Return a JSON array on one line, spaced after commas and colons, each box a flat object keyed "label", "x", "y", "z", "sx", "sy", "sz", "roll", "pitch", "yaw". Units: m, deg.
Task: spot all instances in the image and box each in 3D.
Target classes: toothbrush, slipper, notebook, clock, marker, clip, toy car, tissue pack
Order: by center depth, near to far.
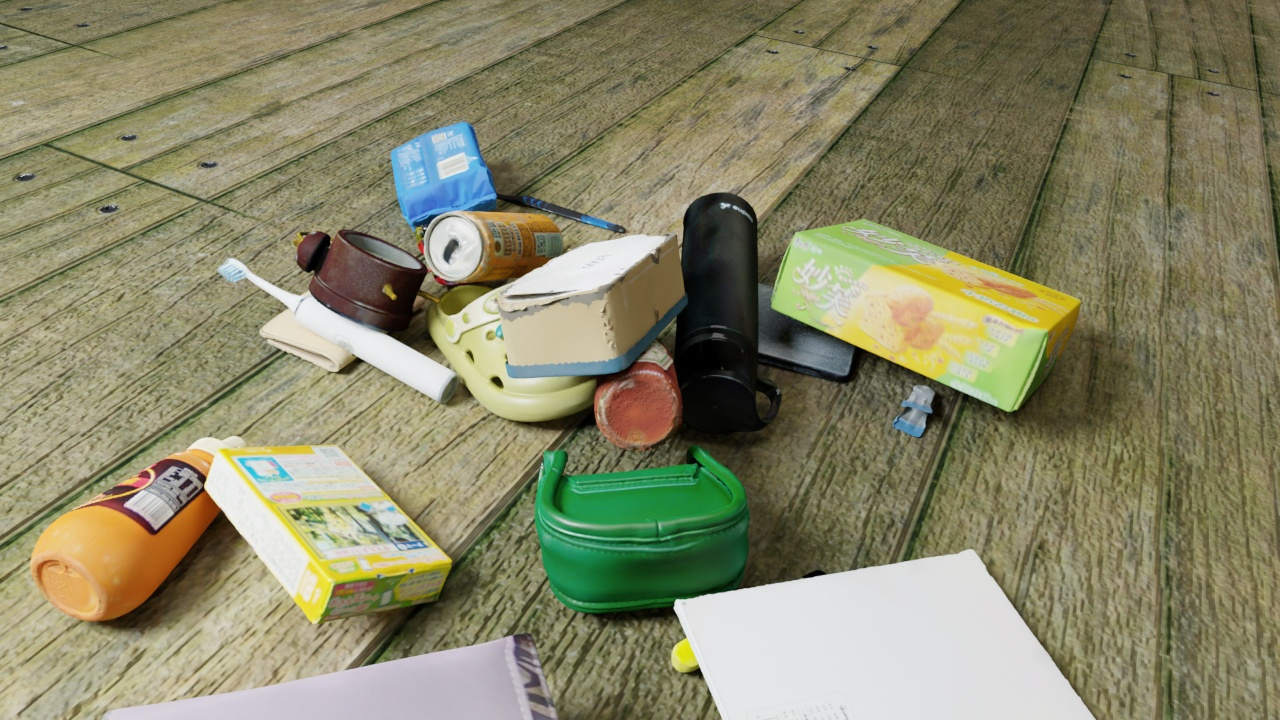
[{"label": "notebook", "x": 0.140, "y": 0.178, "z": 0.514, "sx": 0.209, "sy": 0.012, "sz": 0.150, "roll": -4, "pitch": 38, "yaw": -19}, {"label": "marker", "x": 0.069, "y": 0.155, "z": 0.553, "sx": 0.123, "sy": 0.015, "sz": 0.018, "roll": -19, "pitch": 47, "yaw": -32}, {"label": "slipper", "x": -0.107, "y": -0.023, "z": 0.720, "sx": 0.091, "sy": 0.082, "sz": 0.190, "roll": -25, "pitch": 43, "yaw": -30}, {"label": "toothbrush", "x": -0.240, "y": -0.028, "z": 0.720, "sx": 0.221, "sy": 0.027, "sz": 0.026, "roll": 28, "pitch": 45, "yaw": 11}, {"label": "clip", "x": 0.220, "y": 0.035, "z": 0.724, "sx": 0.027, "sy": 0.045, "sz": 0.058, "roll": 19, "pitch": 30, "yaw": 23}, {"label": "clock", "x": -0.223, "y": -0.070, "z": 0.730, "sx": 0.122, "sy": 0.055, "sz": 0.082, "roll": 32, "pitch": 14, "yaw": 20}, {"label": "toy car", "x": -0.176, "y": -0.097, "z": 0.849, "sx": 0.049, "sy": 0.031, "sz": 0.106, "roll": -13, "pitch": 38, "yaw": -21}, {"label": "tissue pack", "x": -0.201, "y": -0.187, "z": 0.939, "sx": 0.095, "sy": 0.052, "sz": 0.157, "roll": -20, "pitch": 41, "yaw": -4}, {"label": "toothbrush", "x": -0.101, "y": -0.163, "z": 0.961, "sx": 0.190, "sy": 0.016, "sz": 0.014, "roll": 19, "pitch": 47, "yaw": 17}]

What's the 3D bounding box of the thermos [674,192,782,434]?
[{"label": "thermos", "x": 0.071, "y": -0.040, "z": 0.754, "sx": 0.090, "sy": 0.069, "sz": 0.241, "roll": 31, "pitch": 38, "yaw": -21}]

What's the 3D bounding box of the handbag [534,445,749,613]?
[{"label": "handbag", "x": -0.001, "y": 0.095, "z": 0.577, "sx": 0.131, "sy": 0.068, "sz": 0.120, "roll": -5, "pitch": 29, "yaw": -10}]

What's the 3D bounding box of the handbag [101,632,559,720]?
[{"label": "handbag", "x": -0.127, "y": 0.205, "z": 0.394, "sx": 0.196, "sy": 0.099, "sz": 0.144, "roll": -9, "pitch": 40, "yaw": -15}]

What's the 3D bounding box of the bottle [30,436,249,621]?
[{"label": "bottle", "x": -0.294, "y": 0.092, "z": 0.566, "sx": 0.067, "sy": 0.067, "sz": 0.149, "roll": 13, "pitch": 30, "yaw": 11}]

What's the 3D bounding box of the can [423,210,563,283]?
[{"label": "can", "x": -0.123, "y": -0.099, "z": 0.791, "sx": 0.058, "sy": 0.058, "sz": 0.145, "roll": 19, "pitch": 14, "yaw": 18}]

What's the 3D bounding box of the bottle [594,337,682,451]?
[{"label": "bottle", "x": -0.004, "y": 0.004, "z": 0.674, "sx": 0.060, "sy": 0.060, "sz": 0.206, "roll": 3, "pitch": 17, "yaw": -3}]

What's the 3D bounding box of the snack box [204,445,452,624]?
[{"label": "snack box", "x": -0.190, "y": 0.099, "z": 0.556, "sx": 0.140, "sy": 0.034, "sz": 0.086, "roll": 31, "pitch": 16, "yaw": 34}]

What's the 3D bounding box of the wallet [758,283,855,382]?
[{"label": "wallet", "x": 0.128, "y": -0.026, "z": 0.799, "sx": 0.121, "sy": 0.019, "sz": 0.097, "roll": 15, "pitch": 41, "yaw": 12}]

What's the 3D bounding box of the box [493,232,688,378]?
[{"label": "box", "x": -0.030, "y": -0.040, "z": 0.630, "sx": 0.090, "sy": 0.060, "sz": 0.183, "roll": -3, "pitch": 20, "yaw": 22}]

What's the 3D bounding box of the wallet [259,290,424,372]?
[{"label": "wallet", "x": -0.251, "y": -0.037, "z": 0.772, "sx": 0.087, "sy": 0.024, "sz": 0.114, "roll": 22, "pitch": 41, "yaw": 15}]

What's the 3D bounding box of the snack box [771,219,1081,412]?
[{"label": "snack box", "x": 0.237, "y": -0.047, "z": 0.758, "sx": 0.210, "sy": 0.070, "sz": 0.157, "roll": 27, "pitch": 26, "yaw": 26}]
